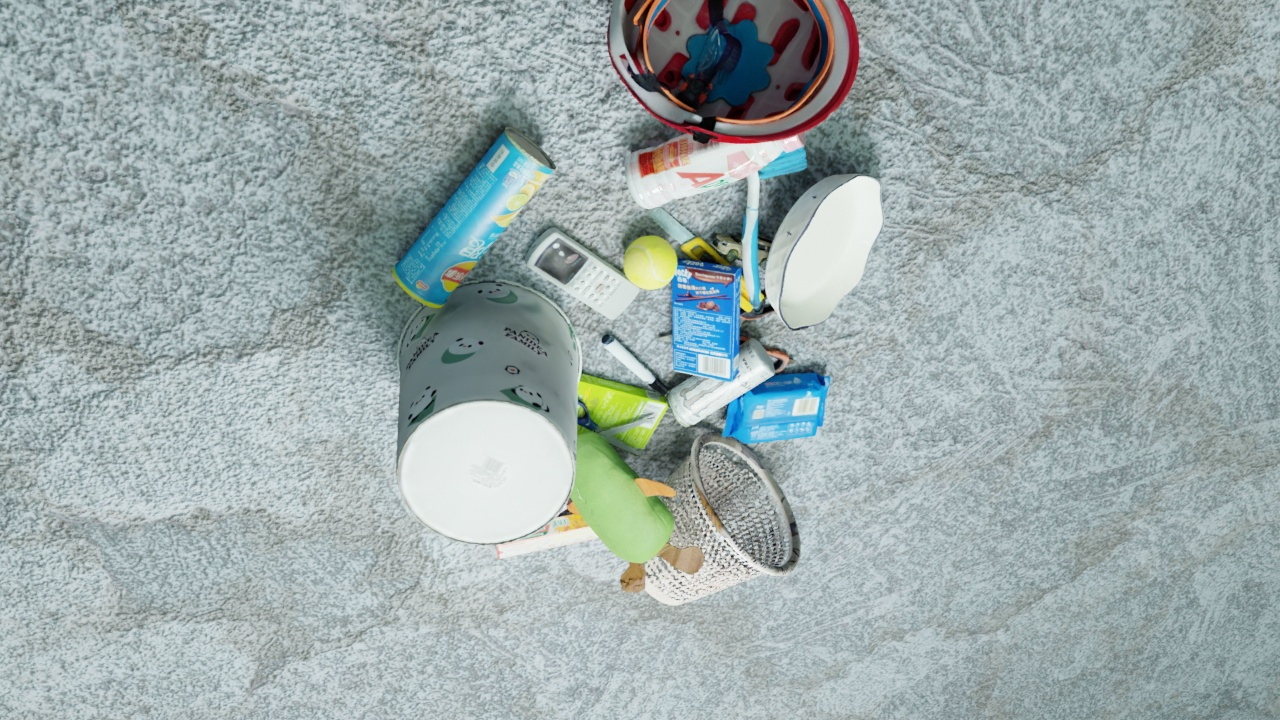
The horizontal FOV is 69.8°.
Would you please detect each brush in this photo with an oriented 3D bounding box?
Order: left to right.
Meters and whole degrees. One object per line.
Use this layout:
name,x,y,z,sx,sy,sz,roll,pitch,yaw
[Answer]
brush,0.144,-0.212,1.072,0.109,0.060,0.315,-18,117,3

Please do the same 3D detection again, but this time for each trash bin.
trash bin,-0.173,0.062,1.046,0.229,0.251,0.230,-3,119,-6
trash bin,0.088,0.247,1.326,0.227,0.227,0.193,32,123,-33

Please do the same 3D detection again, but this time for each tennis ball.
tennis ball,0.012,-0.119,1.113,0.065,0.065,0.066,-9,127,-12

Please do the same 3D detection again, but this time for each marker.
marker,-0.007,0.007,1.228,0.018,0.022,0.130,-48,124,0

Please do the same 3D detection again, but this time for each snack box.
snack box,-0.134,0.254,1.341,0.155,0.027,0.077,-10,156,-11
snack box,-0.047,0.068,1.255,0.156,0.026,0.086,15,119,-27
snack box,0.083,-0.050,1.169,0.085,0.026,0.157,12,124,21

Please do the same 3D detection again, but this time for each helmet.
helmet,0.090,-0.313,0.924,0.240,0.144,0.207,30,93,-3

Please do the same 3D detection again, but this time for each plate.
plate,0.224,-0.137,1.131,0.204,0.045,0.205,-32,142,-31

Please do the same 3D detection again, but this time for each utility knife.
utility knife,0.086,-0.123,1.157,0.219,0.015,0.033,38,101,-29

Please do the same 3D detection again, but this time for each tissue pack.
tissue pack,0.194,0.066,1.314,0.157,0.052,0.095,-5,124,-15

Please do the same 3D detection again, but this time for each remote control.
remote control,-0.070,-0.105,1.125,0.150,0.021,0.058,31,111,-34

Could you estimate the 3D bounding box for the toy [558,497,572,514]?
toy,-0.117,0.192,1.311,0.108,0.039,0.084,-36,147,10

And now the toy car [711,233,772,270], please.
toy car,0.133,-0.140,1.152,0.090,0.042,0.035,8,112,-24

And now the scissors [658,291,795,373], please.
scissors,0.135,-0.044,1.240,0.226,0.015,0.189,-20,128,-2

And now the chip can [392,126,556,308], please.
chip can,-0.186,-0.157,1.020,0.071,0.071,0.210,32,110,-33

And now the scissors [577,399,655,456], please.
scissors,-0.066,0.101,1.247,0.176,0.012,0.162,-29,129,5

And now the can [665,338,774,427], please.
can,0.108,0.031,1.244,0.147,0.058,0.058,-33,128,19

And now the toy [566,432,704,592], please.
toy,-0.027,0.196,1.222,0.228,0.089,0.247,-24,103,44

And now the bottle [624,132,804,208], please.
bottle,0.082,-0.225,1.012,0.197,0.068,0.068,-14,132,25
